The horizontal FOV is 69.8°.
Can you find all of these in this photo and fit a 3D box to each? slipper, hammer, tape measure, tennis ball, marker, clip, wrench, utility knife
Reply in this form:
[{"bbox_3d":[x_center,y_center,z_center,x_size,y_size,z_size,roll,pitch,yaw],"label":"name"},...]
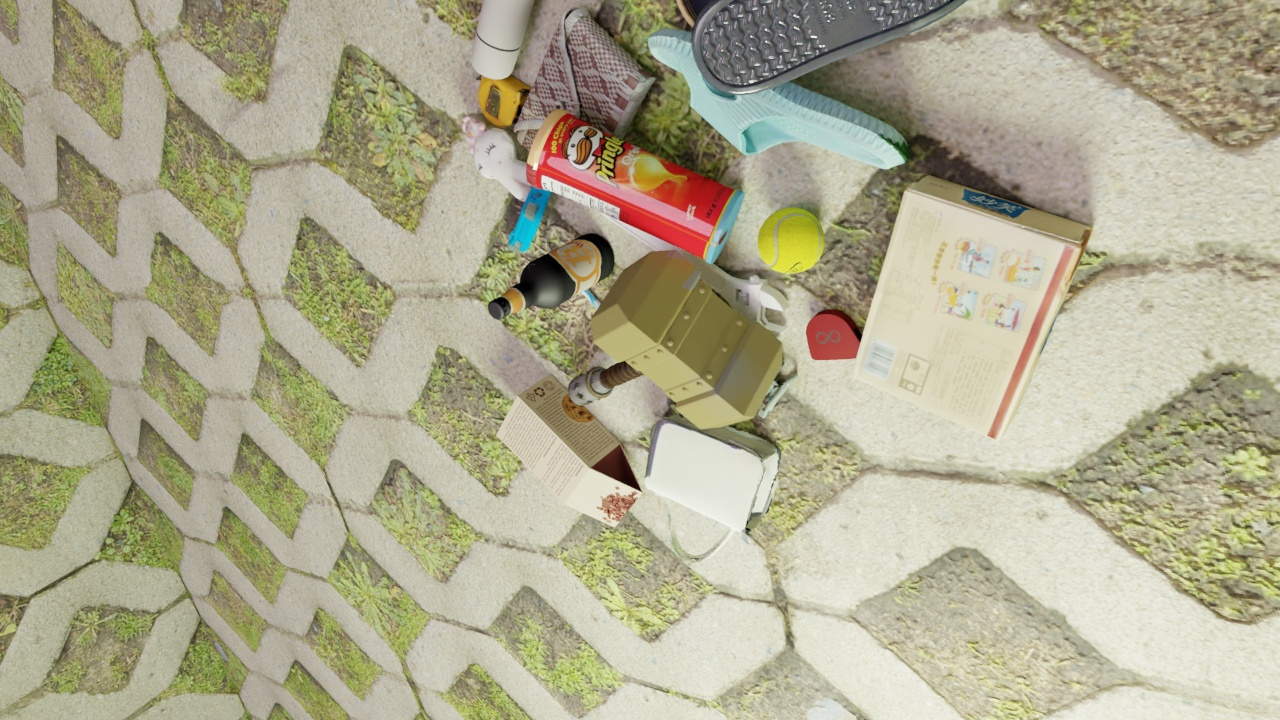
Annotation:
[{"bbox_3d":[0.113,-0.228,0.845,0.276,0.116,0.069,30,95,17],"label":"slipper"},{"bbox_3d":[-0.006,0.006,1.078,0.190,0.100,0.326,39,152,-15],"label":"hammer"},{"bbox_3d":[0.203,-0.027,0.953,0.059,0.019,0.051,-3,111,33],"label":"tape measure"},{"bbox_3d":[0.149,-0.119,0.910,0.065,0.065,0.065,20,126,30],"label":"tennis ball"},{"bbox_3d":[-0.064,-0.082,1.146,0.142,0.013,0.013,49,135,5],"label":"marker"},{"bbox_3d":[0.149,0.033,1.031,0.043,0.023,0.076,40,136,12],"label":"clip"},{"bbox_3d":[0.053,-0.113,1.028,0.273,0.018,0.066,37,133,18],"label":"wrench"},{"bbox_3d":[-0.165,-0.307,1.083,0.068,0.030,0.059,36,131,18],"label":"tape measure"},{"bbox_3d":[-0.130,-0.186,1.109,0.031,0.015,0.207,27,146,-5],"label":"utility knife"},{"bbox_3d":[0.168,-0.310,0.753,0.269,0.083,0.111,-25,117,16],"label":"slipper"}]

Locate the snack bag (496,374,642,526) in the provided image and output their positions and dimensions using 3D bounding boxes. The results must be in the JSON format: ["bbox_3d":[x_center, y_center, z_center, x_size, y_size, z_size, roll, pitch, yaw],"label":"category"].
[{"bbox_3d":[-0.089,0.131,1.251,0.206,0.069,0.095,44,134,10],"label":"snack bag"}]

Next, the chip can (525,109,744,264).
[{"bbox_3d":[-0.006,-0.181,0.955,0.213,0.086,0.087,25,130,8],"label":"chip can"}]

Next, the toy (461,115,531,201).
[{"bbox_3d":[-0.172,-0.245,1.104,0.125,0.037,0.076,44,147,-4],"label":"toy"}]

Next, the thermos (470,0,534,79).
[{"bbox_3d":[-0.135,-0.407,0.982,0.052,0.052,0.225,41,134,13],"label":"thermos"}]

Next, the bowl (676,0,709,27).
[{"bbox_3d":[0.092,-0.348,0.824,0.112,0.061,0.113,20,126,30],"label":"bowl"}]

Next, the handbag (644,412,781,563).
[{"bbox_3d":[0.080,0.162,1.114,0.151,0.073,0.176,20,107,27],"label":"handbag"}]

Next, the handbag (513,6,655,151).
[{"bbox_3d":[-0.070,-0.276,1.012,0.124,0.046,0.186,45,136,10],"label":"handbag"}]

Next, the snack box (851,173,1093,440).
[{"bbox_3d":[0.295,-0.048,0.839,0.153,0.055,0.208,26,129,26],"label":"snack box"}]

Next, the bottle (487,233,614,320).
[{"bbox_3d":[-0.105,-0.091,1.053,0.059,0.181,0.059,20,126,30],"label":"bottle"}]
